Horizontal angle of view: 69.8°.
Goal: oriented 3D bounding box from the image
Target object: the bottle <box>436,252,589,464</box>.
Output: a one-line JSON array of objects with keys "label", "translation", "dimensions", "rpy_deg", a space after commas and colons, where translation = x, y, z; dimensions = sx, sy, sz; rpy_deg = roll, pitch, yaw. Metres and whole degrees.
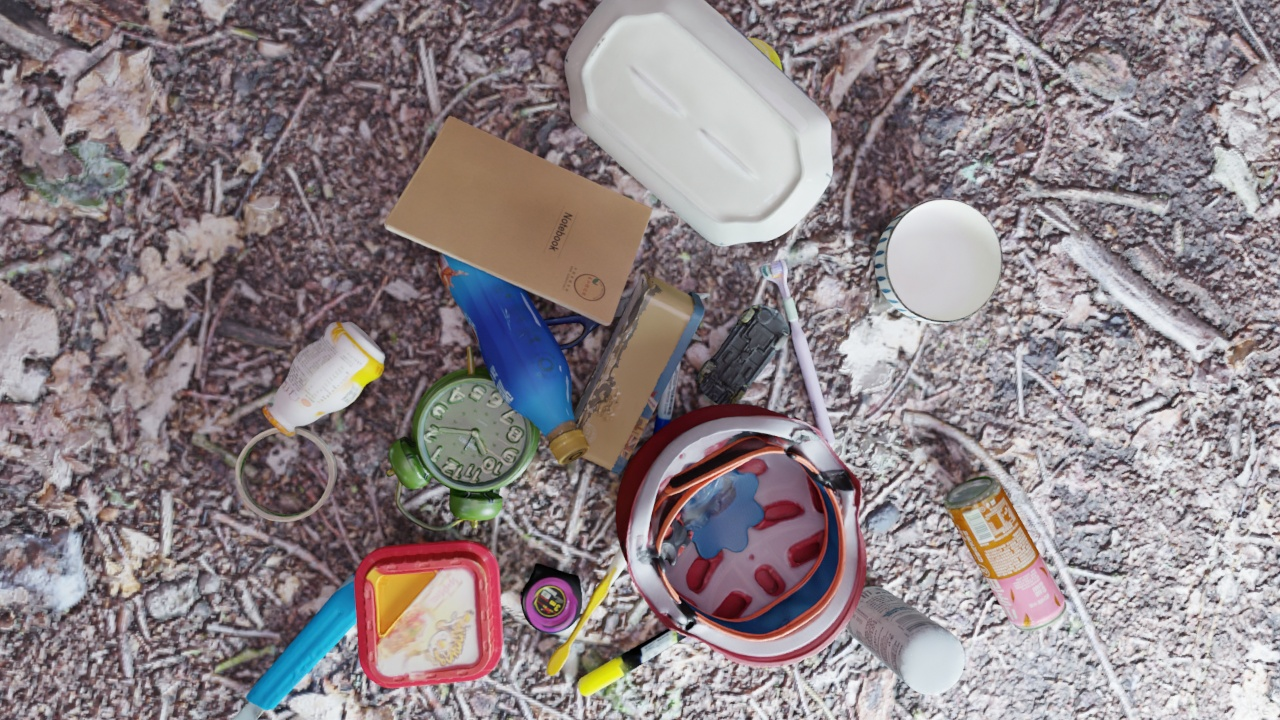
[{"label": "bottle", "translation": [-0.106, -0.011, 0.790], "dimensions": [0.065, 0.065, 0.218], "rpy_deg": [-27, 71, -7]}]

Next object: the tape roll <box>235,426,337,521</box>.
[{"label": "tape roll", "translation": [-0.319, 0.102, 0.827], "dimensions": [0.085, 0.014, 0.086], "rpy_deg": [0, 91, -8]}]

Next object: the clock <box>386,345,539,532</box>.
[{"label": "clock", "translation": [-0.158, 0.079, 0.827], "dimensions": [0.116, 0.056, 0.161], "rpy_deg": [32, 87, -6]}]

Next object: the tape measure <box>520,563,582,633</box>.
[{"label": "tape measure", "translation": [-0.082, 0.221, 0.849], "dimensions": [0.057, 0.039, 0.058], "rpy_deg": [17, 84, -8]}]

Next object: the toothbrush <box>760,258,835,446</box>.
[{"label": "toothbrush", "translation": [0.156, -0.005, 0.886], "dimensions": [0.021, 0.029, 0.189], "rpy_deg": [-23, 96, -44]}]

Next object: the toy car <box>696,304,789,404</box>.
[{"label": "toy car", "translation": [0.097, -0.006, 0.871], "dimensions": [0.049, 0.031, 0.105], "rpy_deg": [39, 88, -7]}]

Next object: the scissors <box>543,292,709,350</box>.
[{"label": "scissors", "translation": [-0.028, -0.047, 0.857], "dimensions": [0.160, 0.012, 0.163], "rpy_deg": [-45, 90, -1]}]

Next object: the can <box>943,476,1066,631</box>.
[{"label": "can", "translation": [0.356, 0.188, 0.897], "dimensions": [0.058, 0.058, 0.147], "rpy_deg": [-31, 95, -6]}]

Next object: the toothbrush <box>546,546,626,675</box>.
[{"label": "toothbrush", "translation": [-0.035, 0.213, 0.868], "dimensions": [0.016, 0.018, 0.191], "rpy_deg": [33, 84, -9]}]

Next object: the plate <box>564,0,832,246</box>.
[{"label": "plate", "translation": [0.049, -0.215, 0.823], "dimensions": [0.265, 0.034, 0.162], "rpy_deg": [42, 114, -6]}]

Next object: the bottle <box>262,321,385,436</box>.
[{"label": "bottle", "translation": [-0.279, 0.017, 0.805], "dimensions": [0.108, 0.063, 0.063], "rpy_deg": [-44, 96, -5]}]

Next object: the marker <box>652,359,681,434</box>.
[{"label": "marker", "translation": [0.029, 0.010, 0.870], "dimensions": [0.017, 0.017, 0.146], "rpy_deg": [10, 90, -8]}]

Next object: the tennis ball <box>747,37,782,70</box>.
[{"label": "tennis ball", "translation": [0.098, -0.264, 0.849], "dimensions": [0.065, 0.065, 0.065], "rpy_deg": [0, 91, -8]}]

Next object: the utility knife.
[{"label": "utility knife", "translation": [-0.313, 0.273, 0.829], "dimensions": [0.034, 0.018, 0.187], "rpy_deg": [42, 86, 5]}]

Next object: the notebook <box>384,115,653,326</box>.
[{"label": "notebook", "translation": [-0.101, -0.127, 0.816], "dimensions": [0.207, 0.008, 0.147], "rpy_deg": [24, 55, -7]}]

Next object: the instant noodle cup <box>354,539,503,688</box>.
[{"label": "instant noodle cup", "translation": [-0.179, 0.207, 0.792], "dimensions": [0.116, 0.124, 0.116], "rpy_deg": [-3, 91, -8]}]

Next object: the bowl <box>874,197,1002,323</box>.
[{"label": "bowl", "translation": [0.275, -0.093, 0.876], "dimensions": [0.116, 0.066, 0.116], "rpy_deg": [0, 92, -9]}]

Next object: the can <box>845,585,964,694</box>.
[{"label": "can", "translation": [0.235, 0.251, 0.837], "dimensions": [0.058, 0.147, 0.058], "rpy_deg": [0, 91, -8]}]

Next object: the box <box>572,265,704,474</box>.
[{"label": "box", "translation": [-0.005, 0.005, 0.813], "dimensions": [0.061, 0.089, 0.184], "rpy_deg": [27, 105, -8]}]

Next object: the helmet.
[{"label": "helmet", "translation": [0.082, 0.143, 0.820], "dimensions": [0.207, 0.144, 0.240], "rpy_deg": [-37, 111, -7]}]

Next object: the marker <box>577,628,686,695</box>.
[{"label": "marker", "translation": [-0.004, 0.282, 0.873], "dimensions": [0.124, 0.015, 0.018], "rpy_deg": [-28, 94, -9]}]
